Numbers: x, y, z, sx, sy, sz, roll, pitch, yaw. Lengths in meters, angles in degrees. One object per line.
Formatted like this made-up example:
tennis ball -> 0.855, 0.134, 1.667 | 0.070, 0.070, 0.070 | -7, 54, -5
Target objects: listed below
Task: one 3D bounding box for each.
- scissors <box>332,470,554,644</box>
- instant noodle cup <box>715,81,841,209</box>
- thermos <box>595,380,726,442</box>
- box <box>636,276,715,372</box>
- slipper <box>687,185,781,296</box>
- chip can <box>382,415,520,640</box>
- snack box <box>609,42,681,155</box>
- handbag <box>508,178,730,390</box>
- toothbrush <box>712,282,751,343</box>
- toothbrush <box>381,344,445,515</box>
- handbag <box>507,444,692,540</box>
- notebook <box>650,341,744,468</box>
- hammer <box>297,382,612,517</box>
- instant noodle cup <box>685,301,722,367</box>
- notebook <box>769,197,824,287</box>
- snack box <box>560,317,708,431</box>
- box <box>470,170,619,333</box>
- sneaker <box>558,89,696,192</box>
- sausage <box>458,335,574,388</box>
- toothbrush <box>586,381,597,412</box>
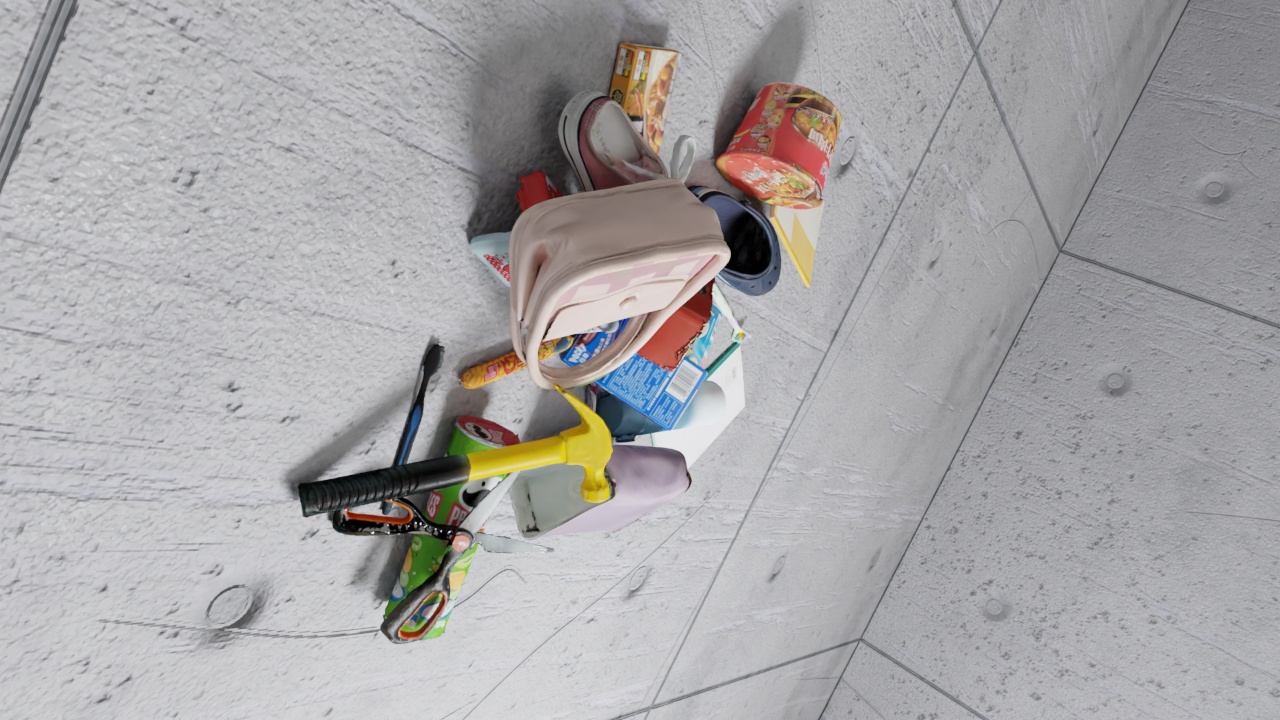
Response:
scissors -> -0.199, 0.191, 0.920 | 0.233, 0.021, 0.221 | 19, 101, -25
instant noodle cup -> 0.174, -0.264, 1.118 | 0.138, 0.138, 0.108 | 35, 76, -59
thermos -> 0.028, 0.065, 1.209 | 0.220, 0.070, 0.070 | -5, 118, -51
box -> 0.043, -0.062, 1.038 | 0.092, 0.077, 0.168 | -55, -169, 31
slipper -> 0.129, -0.151, 1.170 | 0.252, 0.095, 0.105 | 24, 96, -55
chip can -> -0.200, 0.178, 0.970 | 0.072, 0.072, 0.236 | 6, 109, -57
snack box -> -0.005, -0.249, 0.959 | 0.075, 0.026, 0.154 | -16, 128, -49
handbag -> -0.038, -0.054, 0.877 | 0.192, 0.093, 0.235 | -14, 148, -32
toothbrush -> 0.117, -0.073, 1.282 | 0.189, 0.029, 0.020 | 51, 29, -56
toothbrush -> -0.225, 0.070, 0.906 | 0.016, 0.014, 0.190 | -38, 150, -73
handbag -> -0.044, 0.150, 1.108 | 0.196, 0.145, 0.098 | 9, 63, -59
notebook -> 0.091, 0.083, 1.373 | 0.208, 0.012, 0.150 | -43, 143, -29
hammer -> -0.168, 0.102, 0.877 | 0.300, 0.033, 0.129 | -10, 109, -22
instant noodle cup -> 0.050, -0.028, 1.157 | 0.109, 0.099, 0.099 | -62, 149, -13
notebook -> 0.220, -0.212, 1.281 | 0.206, 0.010, 0.145 | 44, 54, -58
snack box -> -0.006, 0.006, 1.069 | 0.157, 0.026, 0.084 | 35, 83, -17
box -> -0.091, -0.092, 0.934 | 0.100, 0.095, 0.201 | -24, 148, 12
sneaker -> 0.000, -0.168, 0.920 | 0.118, 0.088, 0.241 | -51, 148, -12
sausage -> -0.129, -0.001, 0.979 | 0.164, 0.021, 0.021 | -26, 134, -44
toothbrush -> -0.062, 0.040, 1.116 | 0.017, 0.016, 0.188 | -17, 128, -39
